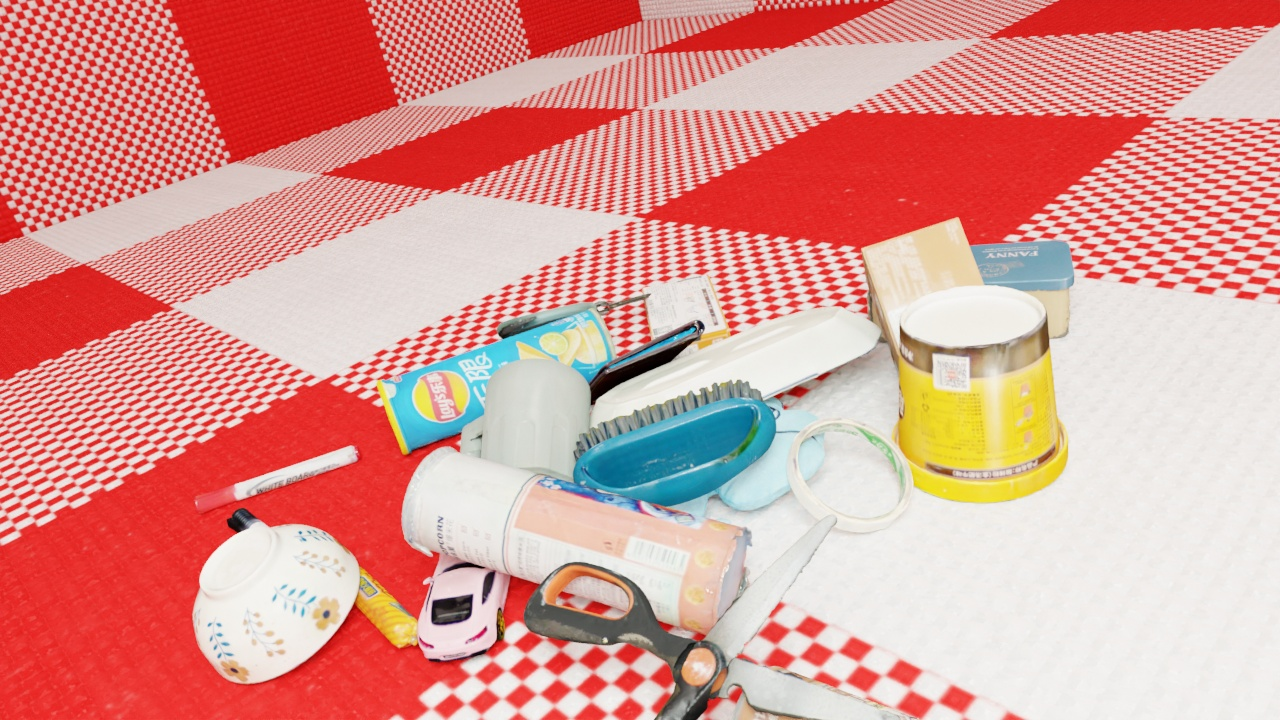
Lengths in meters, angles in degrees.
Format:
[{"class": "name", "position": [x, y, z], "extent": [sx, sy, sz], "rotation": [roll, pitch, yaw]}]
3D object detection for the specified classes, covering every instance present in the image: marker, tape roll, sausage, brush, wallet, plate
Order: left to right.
[{"class": "marker", "position": [-0.297, 0.146, 0.731], "extent": [0.022, 0.018, 0.131], "rotation": [-33, 32, -32]}, {"class": "marker", "position": [-0.323, 0.105, 0.821], "extent": [0.145, 0.017, 0.017], "rotation": [-18, 27, -11]}, {"class": "sausage", "position": [-0.196, 0.162, 0.649], "extent": [0.021, 0.021, 0.165], "rotation": [-30, 32, -30]}, {"class": "wallet", "position": [-0.005, 0.005, 0.796], "extent": [0.096, 0.020, 0.122], "rotation": [-27, -7, -22]}, {"class": "brush", "position": [0.024, 0.064, 0.619], "extent": [0.144, 0.055, 0.073], "rotation": [-20, 34, 4]}, {"class": "plate", "position": [0.071, 0.009, 0.754], "extent": [0.265, 0.034, 0.162], "rotation": [-22, 8, -17]}, {"class": "tape roll", "position": [0.143, 0.077, 0.627], "extent": [0.086, 0.014, 0.085], "rotation": [5, 50, -7]}]

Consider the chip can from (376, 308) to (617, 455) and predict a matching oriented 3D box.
[{"class": "chip can", "position": [-0.130, 0.017, 0.846], "extent": [0.210, 0.071, 0.071], "rotation": [-21, 28, -15]}]

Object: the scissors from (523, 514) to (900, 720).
[{"class": "scissors", "position": [0.012, 0.161, 0.452], "extent": [0.234, 0.021, 0.220], "rotation": [9, 62, 44]}]

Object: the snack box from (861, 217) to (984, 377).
[{"class": "snack box", "position": [0.230, -0.047, 0.735], "extent": [0.077, 0.092, 0.094], "rotation": [-18, -16, 12]}]

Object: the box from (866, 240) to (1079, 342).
[{"class": "box", "position": [0.299, -0.061, 0.819], "extent": [0.184, 0.062, 0.089], "rotation": [-4, 29, 21]}]

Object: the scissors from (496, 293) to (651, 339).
[{"class": "scissors", "position": [-0.073, -0.044, 0.920], "extent": [0.177, 0.019, 0.172], "rotation": [-16, -3, 15]}]

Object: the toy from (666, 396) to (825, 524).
[{"class": "toy", "position": [0.069, 0.077, 0.667], "extent": [0.156, 0.050, 0.161], "rotation": [-9, 31, 11]}]

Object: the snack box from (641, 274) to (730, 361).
[{"class": "snack box", "position": [0.045, -0.044, 0.936], "extent": [0.075, 0.026, 0.153], "rotation": [-13, 26, 2]}]

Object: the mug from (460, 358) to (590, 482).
[{"class": "mug", "position": [-0.095, 0.072, 0.704], "extent": [0.124, 0.083, 0.103], "rotation": [-31, 40, 26]}]

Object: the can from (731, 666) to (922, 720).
[{"class": "can", "position": [0.102, 0.188, 0.425], "extent": [0.116, 0.058, 0.058], "rotation": [9, 34, 37]}]

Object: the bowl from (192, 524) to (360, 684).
[{"class": "bowl", "position": [-0.256, 0.153, 0.624], "extent": [0.113, 0.062, 0.113], "rotation": [-16, 35, 11]}]

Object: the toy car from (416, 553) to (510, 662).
[{"class": "toy car", "position": [-0.117, 0.152, 0.618], "extent": [0.056, 0.037, 0.122], "rotation": [-9, 26, 4]}]

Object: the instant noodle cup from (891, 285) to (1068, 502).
[{"class": "instant noodle cup", "position": [0.231, 0.019, 0.635], "extent": [0.118, 0.114, 0.118], "rotation": [-11, 27, 5]}]

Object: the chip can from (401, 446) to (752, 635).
[{"class": "chip can", "position": [-0.041, 0.113, 0.579], "extent": [0.215, 0.071, 0.071], "rotation": [12, 34, 20]}]
